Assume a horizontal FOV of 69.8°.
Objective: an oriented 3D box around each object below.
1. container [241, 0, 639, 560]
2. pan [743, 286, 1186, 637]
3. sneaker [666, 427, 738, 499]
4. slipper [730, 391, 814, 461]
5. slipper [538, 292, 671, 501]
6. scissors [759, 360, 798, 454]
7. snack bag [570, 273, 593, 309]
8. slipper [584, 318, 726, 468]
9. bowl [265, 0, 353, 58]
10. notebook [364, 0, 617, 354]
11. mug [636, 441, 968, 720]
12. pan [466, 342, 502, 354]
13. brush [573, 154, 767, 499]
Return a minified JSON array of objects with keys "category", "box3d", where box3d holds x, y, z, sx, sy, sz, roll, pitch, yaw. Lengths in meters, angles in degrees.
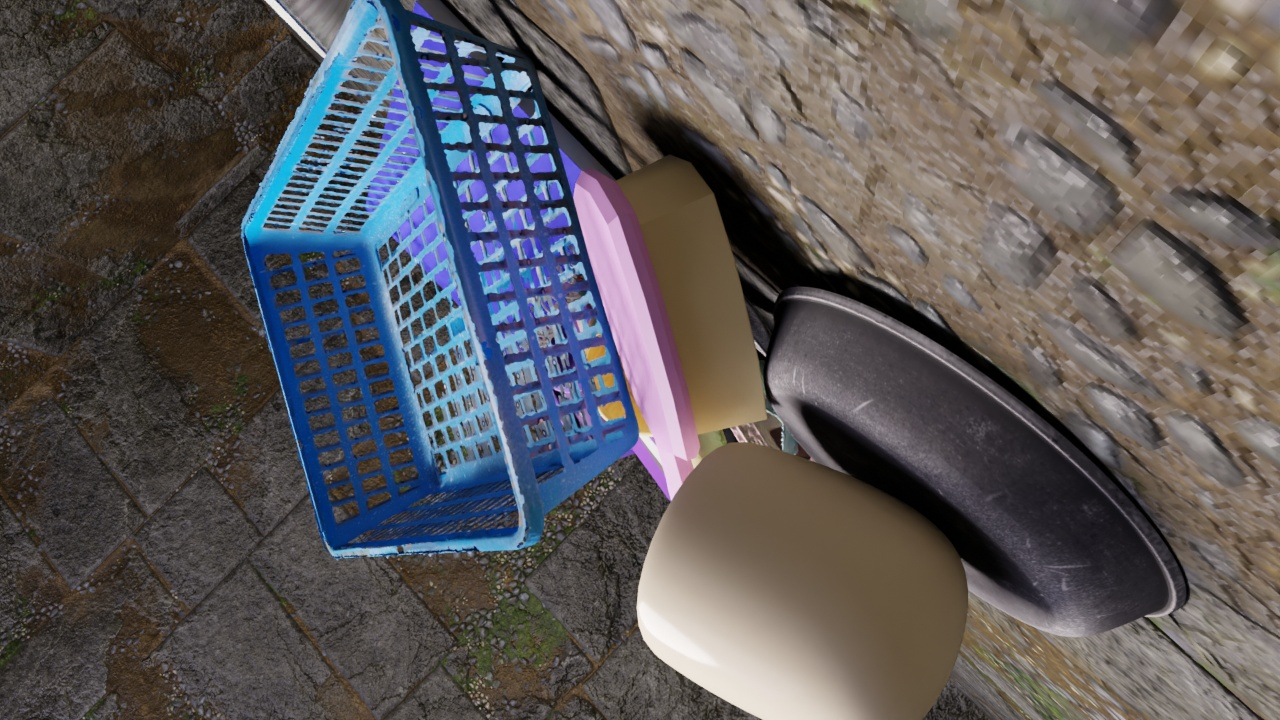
[{"category":"container","box3d":[-0.138,-0.019,0.553,0.363,0.089,0.257,-20,86,57]},{"category":"pan","box3d":[0.078,0.007,0.434,0.357,0.055,0.187,35,171,49]},{"category":"sneaker","box3d":[0.061,0.048,0.750,0.089,0.087,0.235,60,-165,-48]},{"category":"slipper","box3d":[0.120,0.080,0.629,0.239,0.064,0.094,58,-177,6]},{"category":"slipper","box3d":[-0.033,0.038,0.799,0.107,0.084,0.266,-97,-18,-46]},{"category":"scissors","box3d":[0.081,0.030,0.522,0.171,0.025,0.159,30,-158,-34]},{"category":"snack bag","box3d":[0.015,-0.029,0.547,0.074,0.018,0.155,42,-164,12]},{"category":"slipper","box3d":[-0.004,0.004,0.631,0.261,0.079,0.111,-107,-7,-67]},{"category":"bowl","box3d":[-0.251,-0.286,0.691,0.118,0.062,0.118,44,177,2]},{"category":"notebook","box3d":[-0.101,-0.099,0.594,0.171,0.022,0.210,46,146,2]},{"category":"mug","box3d":[0.072,0.095,0.352,0.100,0.096,0.120,18,164,37]},{"category":"pan","box3d":[-0.074,-0.031,0.926,0.225,0.034,0.355,56,-161,5]},{"category":"brush","box3d":[0.025,0.022,0.412,0.089,0.043,0.229,-129,21,-66]}]
